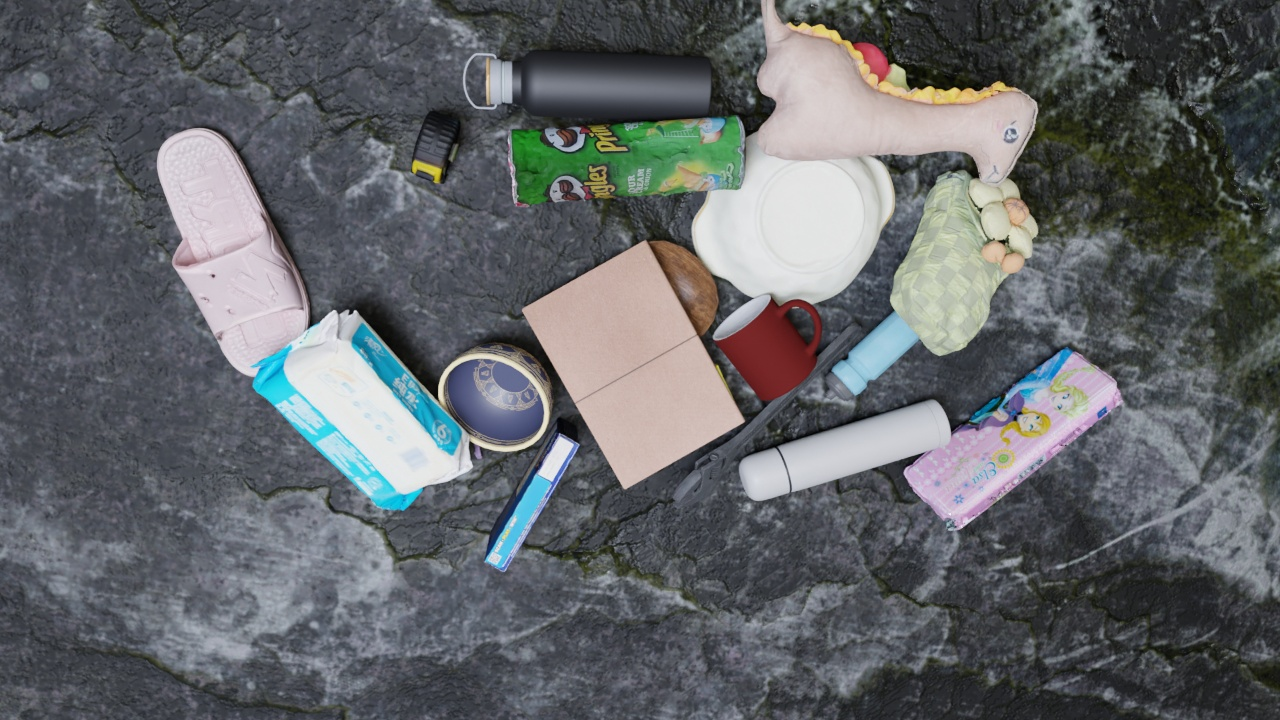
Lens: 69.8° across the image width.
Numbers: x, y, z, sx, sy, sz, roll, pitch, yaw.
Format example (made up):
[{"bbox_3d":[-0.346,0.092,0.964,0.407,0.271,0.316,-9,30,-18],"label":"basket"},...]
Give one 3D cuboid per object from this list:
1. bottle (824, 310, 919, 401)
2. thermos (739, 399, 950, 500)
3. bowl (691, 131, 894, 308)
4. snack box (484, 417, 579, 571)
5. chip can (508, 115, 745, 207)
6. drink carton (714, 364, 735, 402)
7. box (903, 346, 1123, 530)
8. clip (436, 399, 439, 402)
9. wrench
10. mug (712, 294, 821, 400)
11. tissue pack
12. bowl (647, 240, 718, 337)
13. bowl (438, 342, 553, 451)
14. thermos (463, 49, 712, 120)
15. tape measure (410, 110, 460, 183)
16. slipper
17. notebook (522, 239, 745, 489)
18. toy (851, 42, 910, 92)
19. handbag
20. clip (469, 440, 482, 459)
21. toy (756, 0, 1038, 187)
[{"bbox_3d":[0.246,-0.005,0.973,0.130,0.040,0.040,-43,103,2],"label":"bottle"},{"bbox_3d":[0.216,0.097,0.982,0.224,0.052,0.052,-16,102,-4],"label":"thermos"},{"bbox_3d":[0.163,-0.145,0.926,0.219,0.060,0.188,-18,103,-4],"label":"bowl"},{"bbox_3d":[-0.110,0.134,0.931,0.027,0.082,0.150,29,96,-10],"label":"snack box"},{"bbox_3d":[-0.011,-0.190,0.874,0.223,0.075,0.075,-4,101,0],"label":"chip can"},{"bbox_3d":[0.029,0.057,0.956,0.134,0.043,0.058,-27,98,-2],"label":"drink carton"},{"bbox_3d":[0.412,0.099,1.008,0.230,0.085,0.096,-38,135,0],"label":"box"},{"bbox_3d":[-0.226,0.053,0.930,0.061,0.024,0.043,-9,102,-2],"label":"clip"},{"bbox_3d":[0.134,0.058,0.967,0.273,0.073,0.018,-44,65,-3],"label":"wrench"},{"bbox_3d":[0.139,-0.020,0.929,0.106,0.073,0.082,-31,105,33],"label":"mug"},{"bbox_3d":[-0.258,0.055,0.877,0.117,0.065,0.209,-26,116,22],"label":"tissue pack"},{"bbox_3d":[0.022,-0.067,0.938,0.114,0.026,0.102,42,92,-11],"label":"bowl"},{"bbox_3d":[-0.136,0.027,0.912,0.112,0.061,0.113,7,123,11],"label":"bowl"},{"bbox_3d":[-0.051,-0.262,0.874,0.231,0.061,0.061,0,100,-7],"label":"thermos"},{"bbox_3d":[-0.191,-0.202,0.867,0.038,0.062,0.067,20,96,-11],"label":"tape measure"},{"bbox_3d":[-0.384,-0.100,0.860,0.094,0.064,0.239,-18,101,-4],"label":"slipper"},{"bbox_3d":[-0.005,0.005,0.921,0.141,0.008,0.209,-29,97,-1],"label":"notebook"},{"bbox_3d":[0.206,-0.272,0.914,0.135,0.045,0.092,22,101,-9],"label":"toy"},{"bbox_3d":[0.331,-0.101,0.915,0.113,0.117,0.186,34,69,-16],"label":"handbag"},{"bbox_3d":[-0.181,0.081,0.947,0.036,0.013,0.053,-27,106,-1],"label":"clip"},{"bbox_3d":[0.239,-0.254,0.860,0.264,0.065,0.196,-4,104,2],"label":"toy"}]
